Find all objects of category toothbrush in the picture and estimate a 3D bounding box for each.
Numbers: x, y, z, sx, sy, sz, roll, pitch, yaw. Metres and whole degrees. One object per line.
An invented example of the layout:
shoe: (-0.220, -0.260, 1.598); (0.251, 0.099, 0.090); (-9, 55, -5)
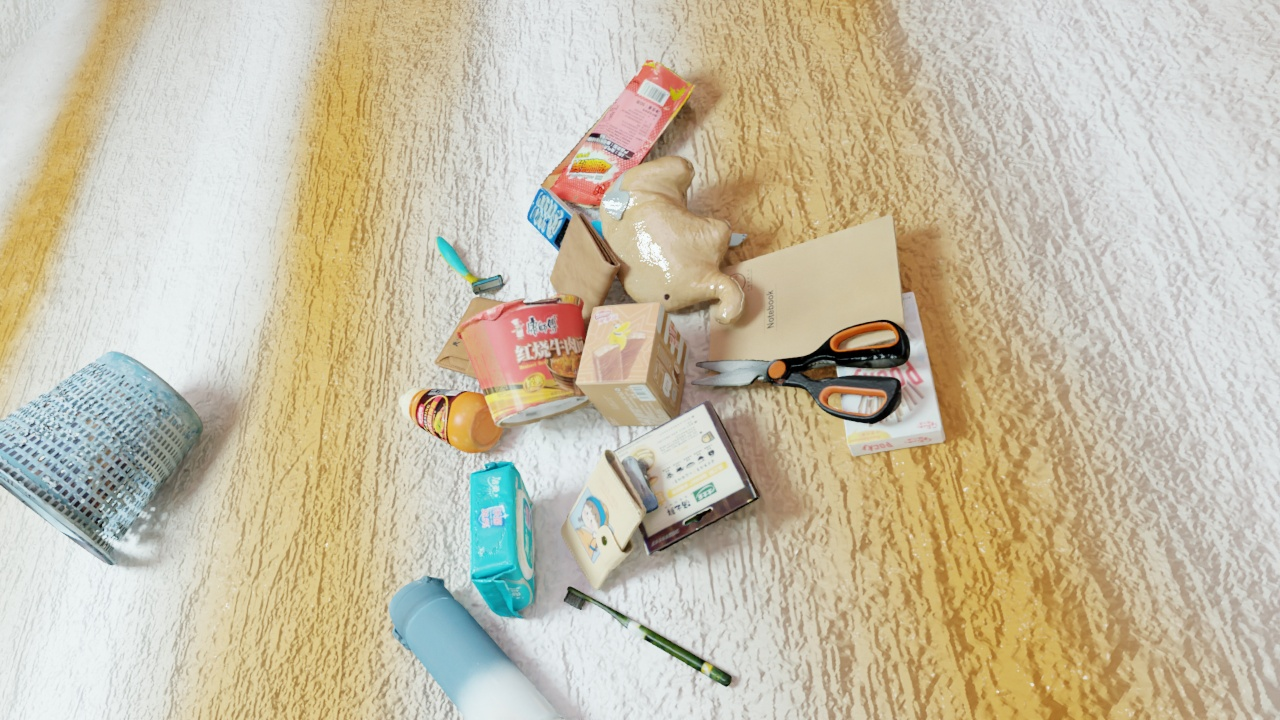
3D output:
toothbrush: (0.002, 0.250, 0.831); (0.186, 0.012, 0.017); (20, 75, 33)

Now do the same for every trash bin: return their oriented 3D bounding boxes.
trash bin: (-0.661, 0.105, 1.122); (0.227, 0.227, 0.194); (17, 54, 32)

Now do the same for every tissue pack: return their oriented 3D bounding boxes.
tissue pack: (-0.133, 0.175, 0.889); (0.050, 0.093, 0.133); (-8, 55, 1)

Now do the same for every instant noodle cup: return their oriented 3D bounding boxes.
instant noodle cup: (-0.113, 0.004, 0.963); (0.138, 0.138, 0.108); (-18, 80, 13)

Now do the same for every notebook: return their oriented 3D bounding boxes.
notebook: (0.163, -0.060, 0.937); (0.208, 0.008, 0.147); (-15, 53, 29)

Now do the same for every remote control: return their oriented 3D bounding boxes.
remote control: (-0.098, -0.166, 1.133); (0.125, 0.024, 0.049); (48, 119, 39)

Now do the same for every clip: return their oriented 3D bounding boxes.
clip: (-0.001, 0.116, 0.853); (0.024, 0.026, 0.056); (-27, 57, 15)

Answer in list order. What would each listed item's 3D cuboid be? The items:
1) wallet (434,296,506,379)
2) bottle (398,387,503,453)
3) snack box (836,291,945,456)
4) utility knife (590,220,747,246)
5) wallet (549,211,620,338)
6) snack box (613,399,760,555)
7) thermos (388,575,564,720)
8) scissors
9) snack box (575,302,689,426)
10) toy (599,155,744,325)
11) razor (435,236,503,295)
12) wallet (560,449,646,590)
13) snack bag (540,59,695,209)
wallet: (-0.166, -0.022, 1.076); (0.132, 0.031, 0.107); (13, 64, 32)
bottle: (-0.221, 0.059, 1.031); (0.150, 0.067, 0.066); (12, 65, 38)
snack box: (0.232, 0.011, 0.873); (0.085, 0.027, 0.156); (-12, 54, 18)
utility knife: (0.028, -0.146, 1.075); (0.203, 0.018, 0.034); (6, 61, 26)
wallet: (-0.067, -0.100, 1.050); (0.115, 0.020, 0.101); (59, 135, 41)
snack box: (0.043, 0.116, 0.873); (0.113, 0.053, 0.125); (-29, 52, 6)
thermos: (-0.158, 0.285, 0.850); (0.220, 0.070, 0.070); (33, 77, 37)
scissors: (0.153, 0.000, 0.892); (0.234, 0.021, 0.161); (30, 84, 44)
snack box: (-0.006, 0.006, 0.942); (0.077, 0.093, 0.094); (-3, 58, 23)
toy: (0.035, -0.116, 1.009); (0.144, 0.082, 0.226); (-39, 67, 27)
razor: (-0.226, -0.122, 1.169); (0.043, 0.028, 0.132); (-25, 47, -30)
wallet: (-0.034, 0.154, 0.864); (0.115, 0.024, 0.087); (-60, 44, 33)
snack bag: (-0.025, -0.280, 1.162); (0.129, 0.073, 0.207); (28, 79, 40)
